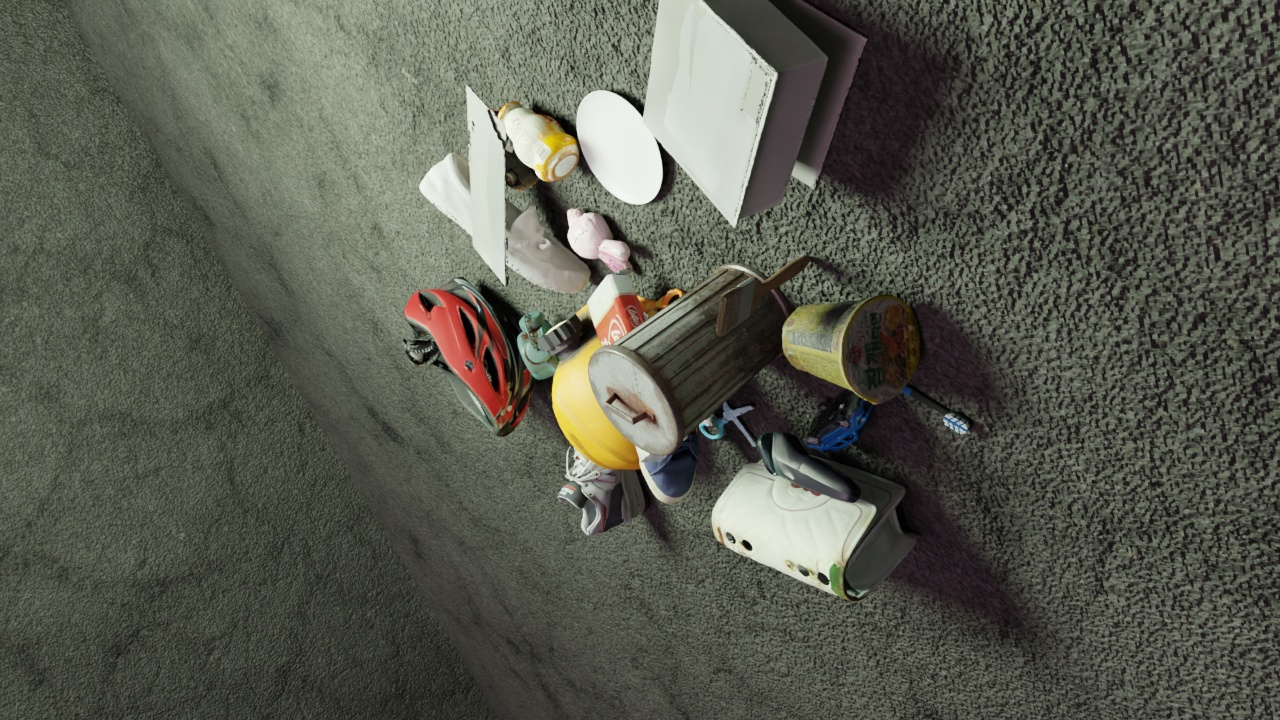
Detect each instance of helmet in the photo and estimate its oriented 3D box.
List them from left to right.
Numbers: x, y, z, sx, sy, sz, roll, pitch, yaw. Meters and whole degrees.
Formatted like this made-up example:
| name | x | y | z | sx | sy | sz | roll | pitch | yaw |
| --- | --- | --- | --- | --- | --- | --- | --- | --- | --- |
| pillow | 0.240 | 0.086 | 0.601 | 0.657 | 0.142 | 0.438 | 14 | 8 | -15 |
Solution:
| name | x | y | z | sx | sy | sz | roll | pitch | yaw |
| --- | --- | --- | --- | --- | --- | --- | --- | --- | --- |
| helmet | -0.267 | -0.004 | 1.462 | 0.272 | 0.166 | 0.218 | 53 | 165 | 11 |
| helmet | -0.050 | 0.062 | 1.270 | 0.255 | 0.131 | 0.206 | 56 | 150 | -7 |

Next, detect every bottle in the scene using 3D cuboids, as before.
| name | x | y | z | sx | sy | sz | roll | pitch | yaw |
| --- | --- | --- | --- | --- | --- | --- | --- | --- | --- |
| bottle | -0.124 | -0.265 | 1.098 | 0.108 | 0.063 | 0.063 | 45 | 149 | 16 |

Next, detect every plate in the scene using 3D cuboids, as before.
| name | x | y | z | sx | sy | sz | roll | pitch | yaw |
| --- | --- | --- | --- | --- | --- | --- | --- | --- | --- |
| plate | -0.021 | -0.239 | 1.029 | 0.134 | 0.011 | 0.135 | 35 | 146 | 28 |

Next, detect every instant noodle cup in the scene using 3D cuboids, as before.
| name | x | y | z | sx | sy | sz | roll | pitch | yaw |
| --- | --- | --- | --- | --- | --- | --- | --- | --- | --- |
| instant noodle cup | 0.197 | -0.016 | 0.887 | 0.108 | 0.102 | 0.102 | 14 | 133 | 60 |

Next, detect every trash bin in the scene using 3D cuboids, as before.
| name | x | y | z | sx | sy | sz | roll | pitch | yaw |
| --- | --- | --- | --- | --- | --- | --- | --- | --- | --- |
| trash bin | 0.051 | -0.001 | 0.978 | 0.131 | 0.210 | 0.131 | 35 | 146 | 28 |

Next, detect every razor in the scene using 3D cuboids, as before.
| name | x | y | z | sx | sy | sz | roll | pitch | yaw |
| --- | --- | --- | --- | --- | --- | --- | --- | --- | --- |
| razor | 0.186 | 0.119 | 1.016 | 0.143 | 0.047 | 0.052 | 26 | 98 | 50 |

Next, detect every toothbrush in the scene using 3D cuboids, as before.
| name | x | y | z | sx | sy | sz | roll | pitch | yaw |
| --- | --- | --- | --- | --- | --- | --- | --- | --- | --- |
| toothbrush | 0.255 | 0.024 | 0.918 | 0.168 | 0.014 | 0.014 | 34 | 134 | 29 |

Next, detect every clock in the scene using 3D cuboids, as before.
| name | x | y | z | sx | sy | sz | roll | pitch | yaw |
| --- | --- | --- | --- | --- | --- | --- | --- | --- | --- |
| clock | -0.147 | -0.021 | 1.349 | 0.124 | 0.053 | 0.090 | 54 | -166 | -55 |

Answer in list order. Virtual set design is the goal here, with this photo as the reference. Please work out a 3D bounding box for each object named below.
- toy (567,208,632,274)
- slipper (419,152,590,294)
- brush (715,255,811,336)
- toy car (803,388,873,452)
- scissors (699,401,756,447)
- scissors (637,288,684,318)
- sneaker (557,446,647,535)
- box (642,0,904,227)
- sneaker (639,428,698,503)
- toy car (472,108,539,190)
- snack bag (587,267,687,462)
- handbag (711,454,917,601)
| name | x | y | z | sx | sy | sz | roll | pitch | yaw |
| --- | --- | --- | --- | --- | --- | --- | --- | --- | --- |
| toy | -0.054 | -0.147 | 1.139 | 0.110 | 0.047 | 0.064 | 37 | 155 | 20 |
| slipper | -0.166 | -0.175 | 1.191 | 0.247 | 0.112 | 0.075 | 38 | 127 | -15 |
| brush | 0.121 | -0.070 | 0.876 | 0.008 | 0.142 | 0.045 | 32 | 136 | 30 |
| toy car | 0.216 | 0.062 | 0.977 | 0.043 | 0.056 | 0.120 | 28 | 154 | -1 |
| scissors | 0.099 | 0.059 | 1.178 | 0.135 | 0.015 | 0.135 | 56 | 146 | -4 |
| scissors | 0.010 | -0.061 | 1.133 | 0.013 | 0.070 | 0.130 | 36 | 169 | -29 |
| sneaker | -0.077 | 0.174 | 1.429 | 0.089 | 0.124 | 0.240 | 7 | 127 | 52 |
| box | 0.182 | -0.312 | 0.876 | 0.172 | 0.402 | 0.169 | 41 | 149 | 21 |
| sneaker | 0.056 | 0.056 | 1.127 | 0.119 | 0.091 | 0.233 | -17 | 81 | 54 |
| toy car | -0.179 | -0.268 | 1.184 | 0.112 | 0.047 | 0.047 | 58 | 148 | -8 |
| snack bag | -0.006 | 0.006 | 1.092 | 0.078 | 0.041 | 0.225 | -48 | 57 | 53 |
| handbag | 0.193 | 0.183 | 1.048 | 0.199 | 0.141 | 0.096 | 14 | 130 | 47 |
